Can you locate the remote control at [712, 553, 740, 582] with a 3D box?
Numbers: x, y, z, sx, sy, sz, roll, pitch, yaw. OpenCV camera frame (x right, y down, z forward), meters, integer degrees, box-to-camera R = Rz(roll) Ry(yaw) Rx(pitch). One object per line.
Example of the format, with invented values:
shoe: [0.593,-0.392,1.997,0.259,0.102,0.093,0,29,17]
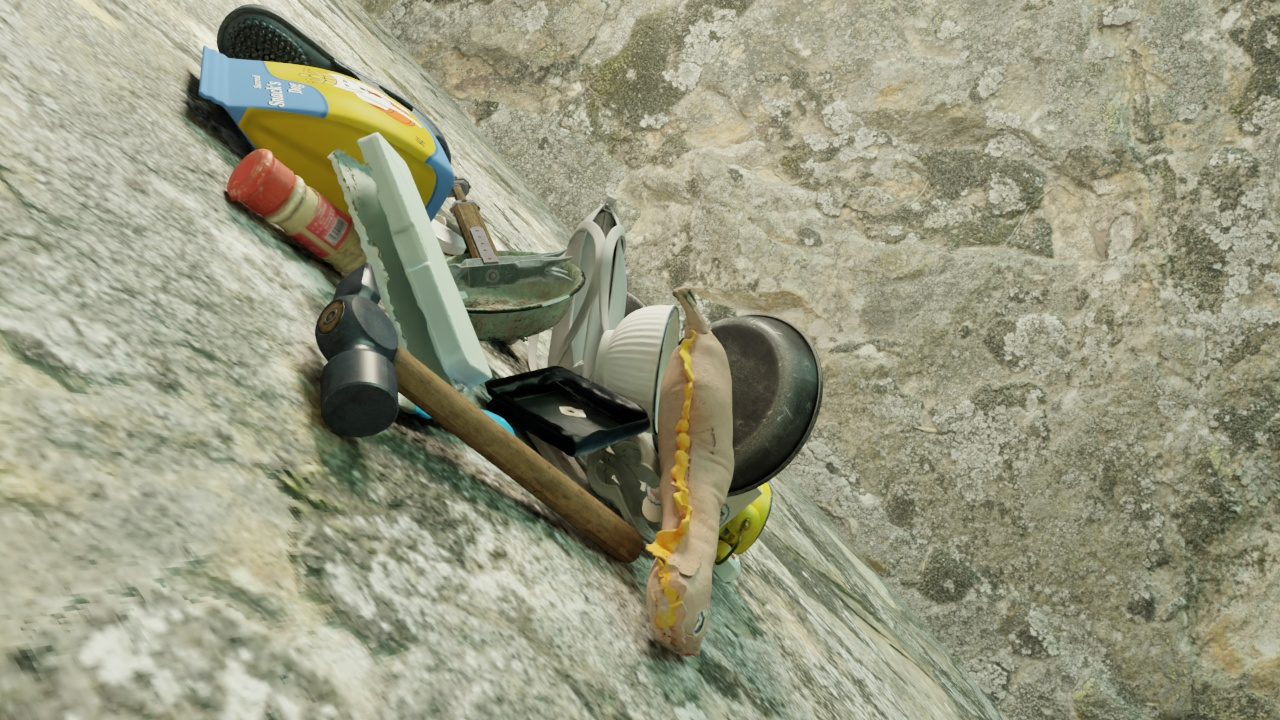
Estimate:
remote control: [0.058,0.178,0.995,0.143,0.024,0.049,49,6,10]

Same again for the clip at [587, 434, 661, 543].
clip: [-0.004,0.091,0.815,0.152,0.097,0.126,64,3,31]

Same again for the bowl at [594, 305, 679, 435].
bowl: [-0.005,0.005,0.831,0.062,0.118,0.118,9,1,9]

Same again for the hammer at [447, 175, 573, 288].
hammer: [-0.172,-0.135,0.909,0.316,0.147,0.028,-124,-149,-61]

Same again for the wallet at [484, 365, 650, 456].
wallet: [-0.062,0.042,0.749,0.115,0.026,0.089,26,25,36]

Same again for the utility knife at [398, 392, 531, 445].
utility knife: [-0.124,0.042,0.656,0.031,0.015,0.178,53,11,25]

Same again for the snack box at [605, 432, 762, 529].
snack box: [0.025,0.094,0.947,0.057,0.104,0.208,45,6,-41]

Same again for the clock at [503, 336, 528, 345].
clock: [-0.163,-0.061,0.975,0.122,0.035,0.094,44,7,-34]

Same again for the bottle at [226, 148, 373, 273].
bottle: [-0.243,-0.105,0.667,0.109,0.044,0.044,42,8,-45]

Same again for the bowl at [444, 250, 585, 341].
bowl: [-0.128,-0.056,0.823,0.157,0.157,0.039,-122,-151,-61]

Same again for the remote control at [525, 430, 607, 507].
remote control: [-0.072,0.081,0.784,0.135,0.011,0.050,52,6,30]

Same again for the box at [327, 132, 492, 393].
box: [-0.168,-0.070,0.685,0.083,0.066,0.199,-3,66,-62]

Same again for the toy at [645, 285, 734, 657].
toy: [0.031,0.083,0.702,0.263,0.065,0.196,-69,147,-56]

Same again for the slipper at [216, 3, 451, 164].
slipper: [-0.311,-0.252,0.945,0.263,0.101,0.082,35,19,-34]

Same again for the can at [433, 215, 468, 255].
can: [-0.221,-0.141,1.098,0.031,0.031,0.080,51,7,33]

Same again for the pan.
pan: [0.042,-0.003,0.932,0.055,0.187,0.357,35,6,-44]

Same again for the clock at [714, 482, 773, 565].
clock: [0.094,0.161,0.941,0.057,0.083,0.118,28,31,-13]

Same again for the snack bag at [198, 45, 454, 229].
snack bag: [-0.281,-0.198,0.800,0.205,0.102,0.159,28,16,-35]

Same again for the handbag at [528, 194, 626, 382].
handbag: [-0.055,-0.073,0.920,0.095,0.215,0.223,9,-17,-7]

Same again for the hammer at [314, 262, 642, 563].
hammer: [-0.091,0.062,0.622,0.322,0.040,0.129,46,15,-41]

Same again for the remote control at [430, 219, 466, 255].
remote control: [-0.239,-0.148,0.944,0.136,0.013,0.043,32,19,3]
